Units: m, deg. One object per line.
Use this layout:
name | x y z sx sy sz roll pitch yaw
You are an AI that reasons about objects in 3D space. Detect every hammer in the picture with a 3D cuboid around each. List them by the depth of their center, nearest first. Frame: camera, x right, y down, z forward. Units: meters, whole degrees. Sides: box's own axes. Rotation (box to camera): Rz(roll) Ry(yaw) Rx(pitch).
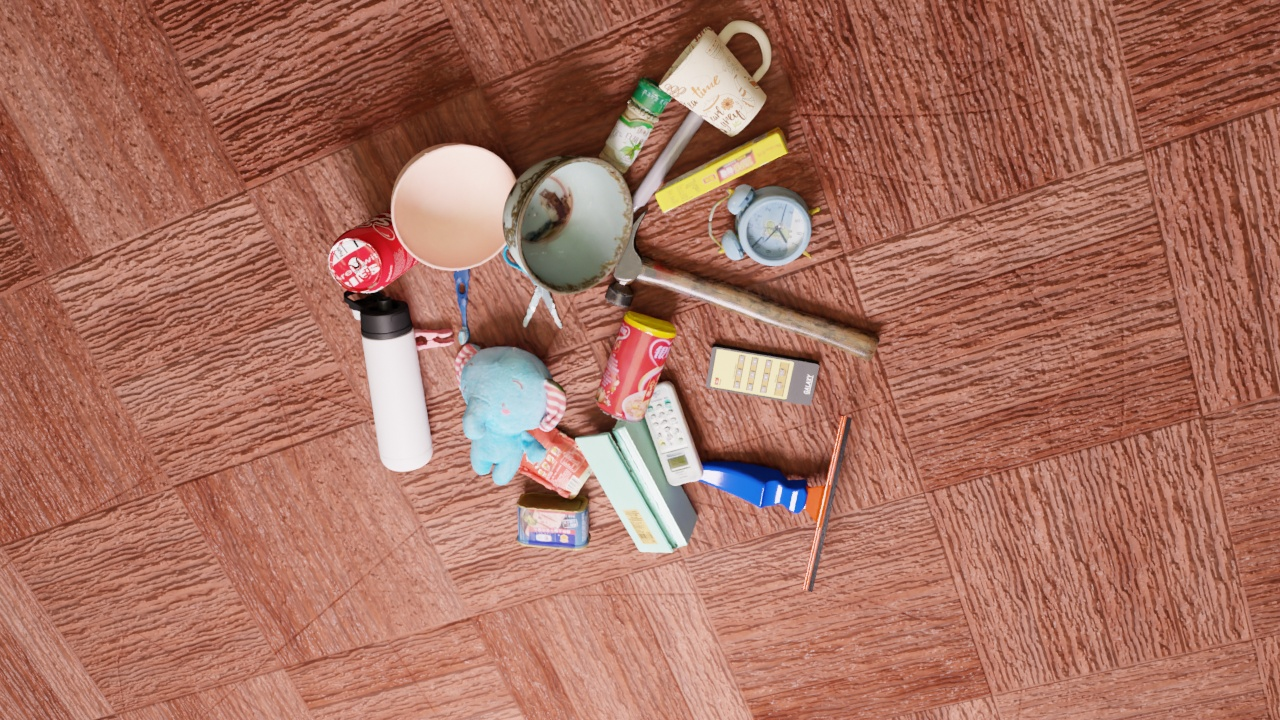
hammer | 0.130 -0.075 1.103 0.330 0.033 0.120 19 111 0

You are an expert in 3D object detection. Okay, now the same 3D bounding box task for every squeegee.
squeegee | 0.153 0.161 1.173 0.185 0.055 0.250 12 112 12

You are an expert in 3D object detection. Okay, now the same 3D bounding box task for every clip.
clip | -0.269 -0.024 1.183 0.060 0.023 0.044 15 116 4

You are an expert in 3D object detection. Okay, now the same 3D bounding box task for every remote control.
remote control | 0.151 0.018 1.143 0.133 0.013 0.058 9 111 5
remote control | 0.040 0.092 1.169 0.050 0.022 0.133 -17 95 26

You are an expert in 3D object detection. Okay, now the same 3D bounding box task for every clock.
clock | 0.140 -0.155 1.058 0.124 0.051 0.089 8 111 1

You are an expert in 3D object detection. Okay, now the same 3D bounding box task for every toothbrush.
toothbrush | 0.016 -0.213 1.072 0.019 0.018 0.188 35 111 -4
toothbrush | -0.224 -0.082 1.157 0.021 0.016 0.132 6 112 7

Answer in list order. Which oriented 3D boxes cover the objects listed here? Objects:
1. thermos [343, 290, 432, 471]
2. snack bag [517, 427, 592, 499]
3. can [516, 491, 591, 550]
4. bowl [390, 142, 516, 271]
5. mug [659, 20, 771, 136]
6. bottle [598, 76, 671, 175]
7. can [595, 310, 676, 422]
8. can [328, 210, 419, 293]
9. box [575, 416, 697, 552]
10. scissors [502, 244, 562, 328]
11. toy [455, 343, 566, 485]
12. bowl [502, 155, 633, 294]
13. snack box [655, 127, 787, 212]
thermos | -0.327 0.025 1.187 0.101 0.068 0.230 16 120 36
snack bag | -0.136 0.117 1.211 0.155 0.044 0.087 33 106 0
can | -0.117 0.215 1.235 0.100 0.053 0.059 4 109 6
bowl | -0.223 -0.187 1.072 0.152 0.076 0.153 -14 121 -24
mug | 0.095 -0.315 1.004 0.097 0.081 0.122 38 84 -15
bottle | -0.009 -0.265 1.044 0.042 0.042 0.110 31 112 -5
can | -0.007 0.007 1.125 0.066 0.066 0.124 20 104 0
can | -0.307 -0.130 1.082 0.074 0.142 0.074 3 111 7
box | -0.010 0.162 1.192 0.092 0.077 0.188 -20 108 24
scissors | -0.114 -0.097 1.137 0.117 0.014 0.130 -17 108 13
toy | -0.181 0.068 1.151 0.183 0.114 0.181 23 103 26
bowl | -0.098 -0.165 1.054 0.094 0.159 0.160 30 120 42
snack box | 0.092 -0.215 1.030 0.152 0.075 0.025 -24 104 16
